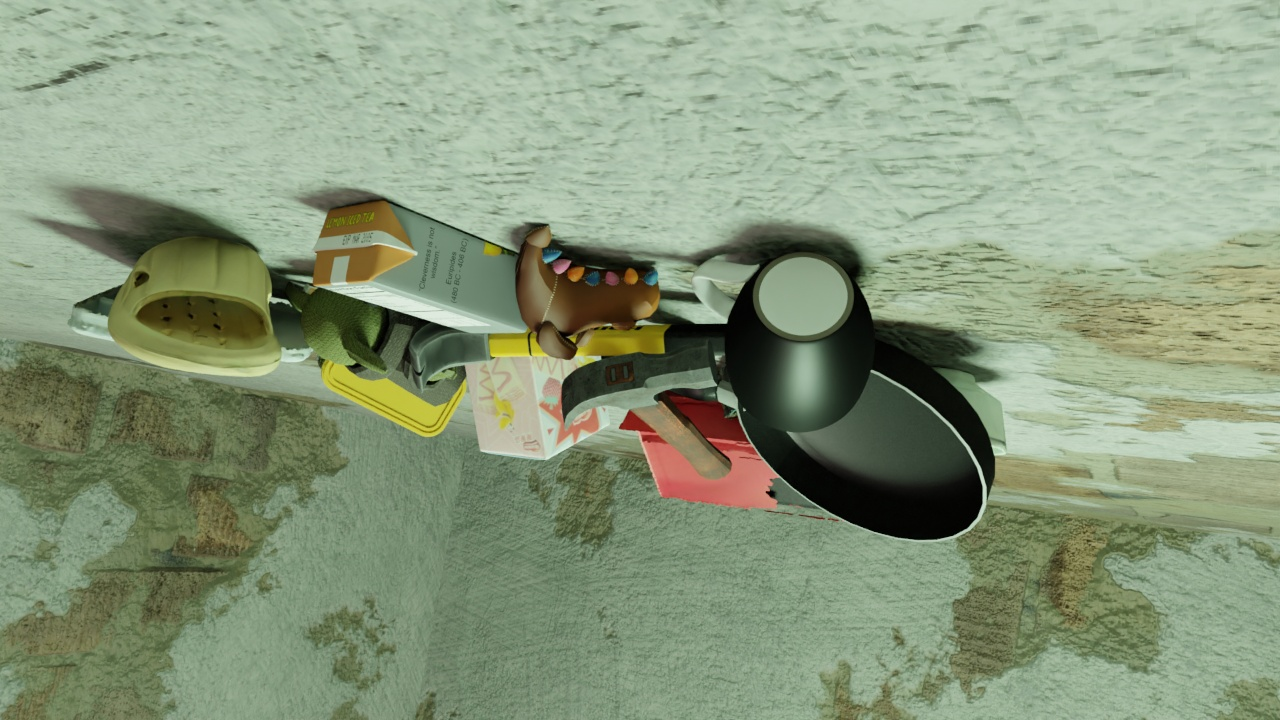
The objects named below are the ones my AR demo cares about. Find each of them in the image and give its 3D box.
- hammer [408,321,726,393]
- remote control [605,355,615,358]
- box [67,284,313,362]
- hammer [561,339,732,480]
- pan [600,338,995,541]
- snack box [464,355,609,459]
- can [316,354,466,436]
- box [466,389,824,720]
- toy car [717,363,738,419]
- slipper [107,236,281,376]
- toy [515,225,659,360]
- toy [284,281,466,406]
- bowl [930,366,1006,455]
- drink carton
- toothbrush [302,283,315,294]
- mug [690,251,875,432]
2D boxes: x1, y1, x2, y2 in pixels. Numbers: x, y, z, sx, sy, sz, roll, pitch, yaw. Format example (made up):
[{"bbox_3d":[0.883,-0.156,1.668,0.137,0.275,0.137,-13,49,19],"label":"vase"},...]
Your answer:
[{"bbox_3d":[-0.010,-0.013,0.651,0.325,0.034,0.169,0,-165,15],"label":"hammer"},{"bbox_3d":[0.001,-0.004,0.694,0.046,0.009,0.124,2,-160,29],"label":"remote control"},{"bbox_3d":[-0.382,-0.036,0.830,0.190,0.038,0.209,12,-169,-15],"label":"box"},{"bbox_3d":[0.027,0.052,0.687,0.111,0.028,0.300,-10,160,13],"label":"hammer"},{"bbox_3d":[0.108,0.035,0.743,0.356,0.044,0.204,21,146,29],"label":"pan"},{"bbox_3d":[-0.087,0.024,0.791,0.080,0.095,0.092,3,-163,34],"label":"snack box"},{"bbox_3d":[-0.254,0.011,0.924,0.130,0.072,0.101,32,176,-26],"label":"can"},{"bbox_3d":[0.051,0.137,0.850,0.215,0.138,0.465,4,-157,26],"label":"box"},{"bbox_3d":[0.100,0.023,0.847,0.047,0.047,0.112,-9,168,-6],"label":"toy car"},{"bbox_3d":[-0.340,-0.058,0.701,0.111,0.079,0.261,6,-167,-31],"label":"slipper"},{"bbox_3d":[-0.032,-0.050,0.566,0.090,0.070,0.103,-3,149,-3],"label":"toy"},{"bbox_3d":[-0.213,-0.020,0.780,0.179,0.078,0.152,31,-178,41],"label":"toy"},{"bbox_3d":[0.245,0.040,0.760,0.117,0.061,0.117,10,171,1],"label":"bowl"},{"bbox_3d":[-0.133,-0.055,0.581,0.076,0.048,0.124,1,168,42],"label":"drink carton"},{"bbox_3d":[-0.231,-0.023,0.862,0.184,0.015,0.015,29,167,-28],"label":"toothbrush"},{"bbox_3d":[0.076,-0.024,0.517,0.119,0.084,0.100,37,167,20],"label":"mug"}]
